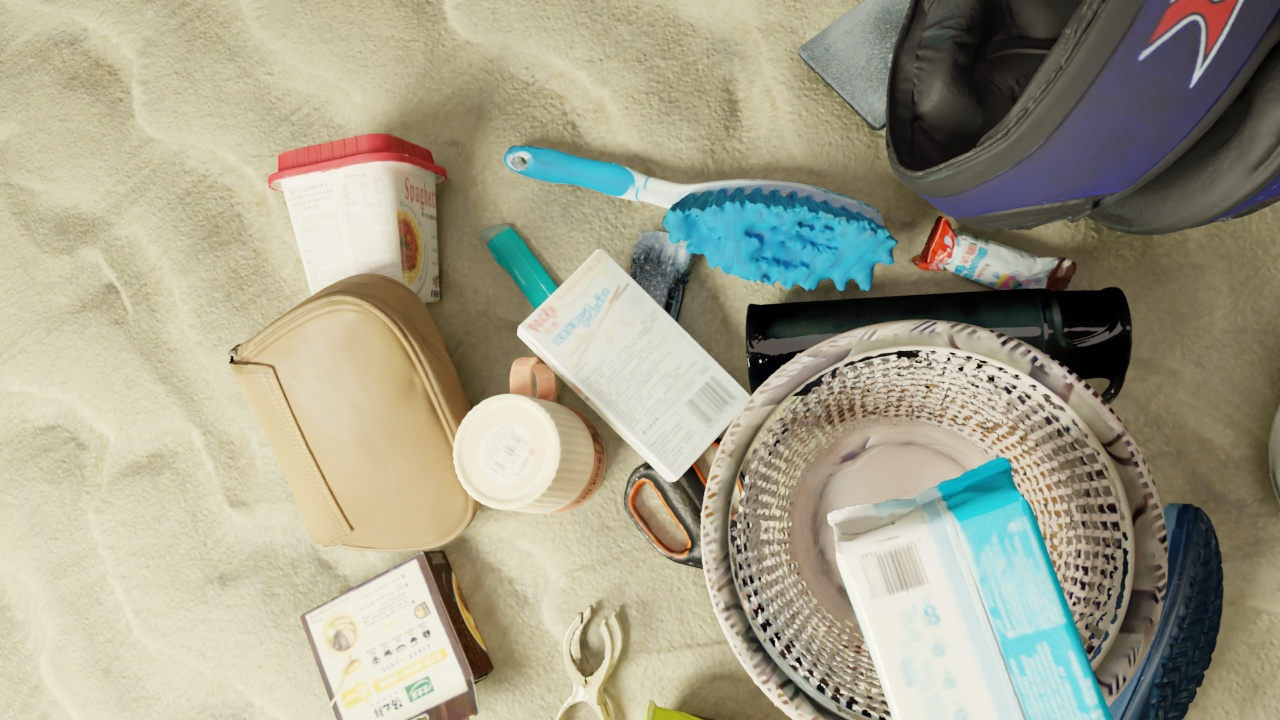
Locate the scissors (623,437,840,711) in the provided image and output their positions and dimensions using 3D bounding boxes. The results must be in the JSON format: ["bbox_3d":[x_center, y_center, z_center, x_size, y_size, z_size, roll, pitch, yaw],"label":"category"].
[{"bbox_3d":[0.085,0.150,0.653,0.235,0.021,0.139,35,90,17],"label":"scissors"}]

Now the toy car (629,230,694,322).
[{"bbox_3d":[0.008,-0.048,0.699,0.049,0.031,0.105,13,85,16],"label":"toy car"}]

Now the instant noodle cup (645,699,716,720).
[{"bbox_3d":[0.061,0.288,0.599,0.123,0.112,0.111,5,82,6],"label":"instant noodle cup"}]

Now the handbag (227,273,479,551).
[{"bbox_3d":[-0.200,0.042,0.680,0.148,0.099,0.204,-15,108,6],"label":"handbag"}]

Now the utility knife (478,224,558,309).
[{"bbox_3d":[-0.061,-0.028,0.721,0.029,0.013,0.219,-38,72,3],"label":"utility knife"}]

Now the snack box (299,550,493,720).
[{"bbox_3d":[-0.181,0.224,0.690,0.113,0.053,0.125,-28,76,8],"label":"snack box"}]

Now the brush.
[{"bbox_3d":[0.029,-0.116,0.684,0.315,0.109,0.061,10,121,10],"label":"brush"}]

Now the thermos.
[{"bbox_3d":[0.196,-0.001,0.627,0.243,0.068,0.090,-2,88,13],"label":"thermos"}]

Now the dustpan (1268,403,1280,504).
[{"bbox_3d":[0.489,0.030,0.487,0.223,0.258,0.142,34,66,16],"label":"dustpan"}]

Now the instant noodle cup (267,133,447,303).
[{"bbox_3d":[-0.216,-0.103,0.726,0.117,0.116,0.124,-8,90,13],"label":"instant noodle cup"}]

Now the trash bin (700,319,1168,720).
[{"bbox_3d":[0.163,0.104,0.551,0.228,0.192,0.227,-2,81,13],"label":"trash bin"}]

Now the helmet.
[{"bbox_3d":[0.308,-0.194,0.539,0.240,0.247,0.315,24,83,-18],"label":"helmet"}]

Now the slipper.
[{"bbox_3d":[0.275,0.202,0.565,0.095,0.105,0.252,20,78,44],"label":"slipper"}]

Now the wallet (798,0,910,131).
[{"bbox_3d":[0.192,-0.234,0.681,0.121,0.019,0.097,-36,66,-1],"label":"wallet"}]

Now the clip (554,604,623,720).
[{"bbox_3d":[-0.036,0.231,0.665,0.074,0.034,0.100,8,88,14],"label":"clip"}]

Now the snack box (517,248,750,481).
[{"bbox_3d":[-0.004,0.004,0.659,0.157,0.027,0.084,44,76,0],"label":"snack box"}]

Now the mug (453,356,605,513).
[{"bbox_3d":[-0.078,0.053,0.664,0.082,0.106,0.114,-2,81,13],"label":"mug"}]

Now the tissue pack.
[{"bbox_3d":[0.149,0.123,0.419,0.090,0.063,0.140,-20,76,11],"label":"tissue pack"}]

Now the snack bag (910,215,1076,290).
[{"bbox_3d":[0.246,-0.067,0.643,0.105,0.026,0.045,22,119,13],"label":"snack bag"}]
